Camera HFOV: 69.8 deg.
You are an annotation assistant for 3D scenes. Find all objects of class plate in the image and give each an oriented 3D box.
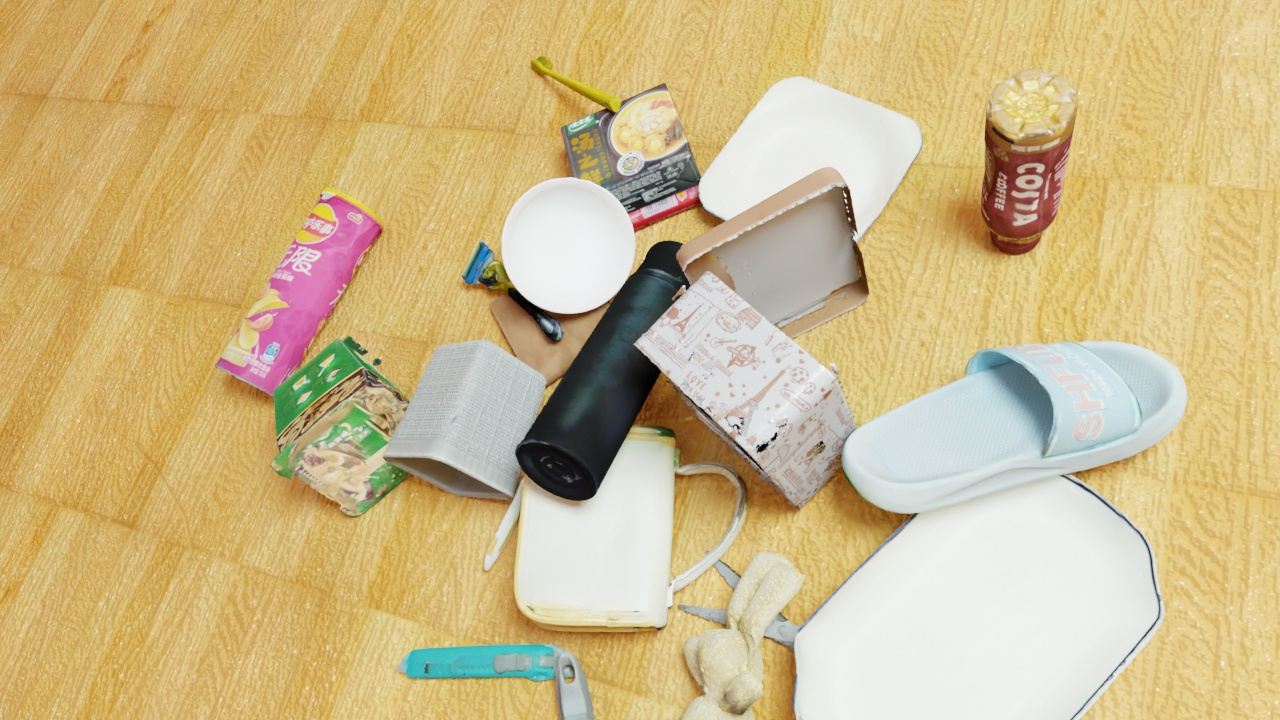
[{"bbox_3d":[0.226,0.187,0.628,0.265,0.034,0.162,-42,59,-11],"label":"plate"},{"bbox_3d":[0.153,-0.169,0.827,0.164,0.034,0.163,32,80,28],"label":"plate"}]

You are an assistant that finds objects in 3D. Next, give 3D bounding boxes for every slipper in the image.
[{"bbox_3d":[0.260,0.034,0.652,0.245,0.074,0.104,-19,40,-4],"label":"slipper"}]

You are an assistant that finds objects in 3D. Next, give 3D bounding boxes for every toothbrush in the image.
[{"bbox_3d":[-0.089,0.096,0.801,0.018,0.016,0.191,20,74,16],"label":"toothbrush"},{"bbox_3d":[-0.067,-0.283,0.930,0.016,0.016,0.190,-37,40,-9],"label":"toothbrush"}]

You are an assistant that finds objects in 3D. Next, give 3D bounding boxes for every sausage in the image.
[{"bbox_3d":[0.013,-0.141,0.870,0.156,0.020,0.020,-21,62,8],"label":"sausage"}]

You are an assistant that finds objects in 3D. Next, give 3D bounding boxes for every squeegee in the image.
[{"bbox_3d":[-0.033,0.336,0.661,0.247,0.040,0.249,-11,57,-4],"label":"squeegee"}]

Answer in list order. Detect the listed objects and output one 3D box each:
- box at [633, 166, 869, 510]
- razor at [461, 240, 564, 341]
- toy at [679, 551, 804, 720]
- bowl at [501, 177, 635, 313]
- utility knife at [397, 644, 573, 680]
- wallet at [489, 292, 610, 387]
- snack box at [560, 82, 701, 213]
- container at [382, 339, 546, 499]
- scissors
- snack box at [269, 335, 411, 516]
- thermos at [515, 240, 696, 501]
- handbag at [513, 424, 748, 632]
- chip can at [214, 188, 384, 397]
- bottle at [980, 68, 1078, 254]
[{"bbox_3d":[0.119,-0.020,0.691,0.193,0.183,0.156,-44,61,-1],"label":"box"},{"bbox_3d":[-0.114,-0.060,0.860,0.143,0.022,0.043,40,111,32],"label":"razor"},{"bbox_3d":[0.073,0.214,0.661,0.105,0.066,0.157,12,77,65],"label":"toy"},{"bbox_3d":[-0.069,-0.104,0.829,0.118,0.118,0.065,-42,16,-3],"label":"bowl"},{"bbox_3d":[-0.128,0.247,0.747,0.157,0.013,0.029,-7,63,16],"label":"utility knife"},{"bbox_3d":[-0.079,-0.041,0.858,0.101,0.020,0.115,-34,58,3],"label":"wallet"},{"bbox_3d":[-0.012,-0.203,0.882,0.113,0.053,0.125,-21,58,9],"label":"snack box"},{"bbox_3d":[-0.146,0.049,0.789,0.090,0.090,0.114,-5,59,44],"label":"container"},{"bbox_3d":[0.114,0.205,0.684,0.159,0.014,0.175,-22,60,9],"label":"scissors"},{"bbox_3d":[-0.268,0.053,0.835,0.117,0.118,0.105,-40,48,-3],"label":"snack box"},{"bbox_3d":[-0.004,0.004,0.745,0.090,0.069,0.241,32,54,-1],"label":"thermos"},{"bbox_3d":[-0.004,0.135,0.736,0.179,0.063,0.163,2,67,6],"label":"handbag"},{"bbox_3d":[-0.342,-0.067,0.928,0.071,0.071,0.210,20,75,25],"label":"chip can"},{"bbox_3d":[0.287,-0.139,0.687,0.057,0.175,0.057,-7,64,15],"label":"bottle"}]
